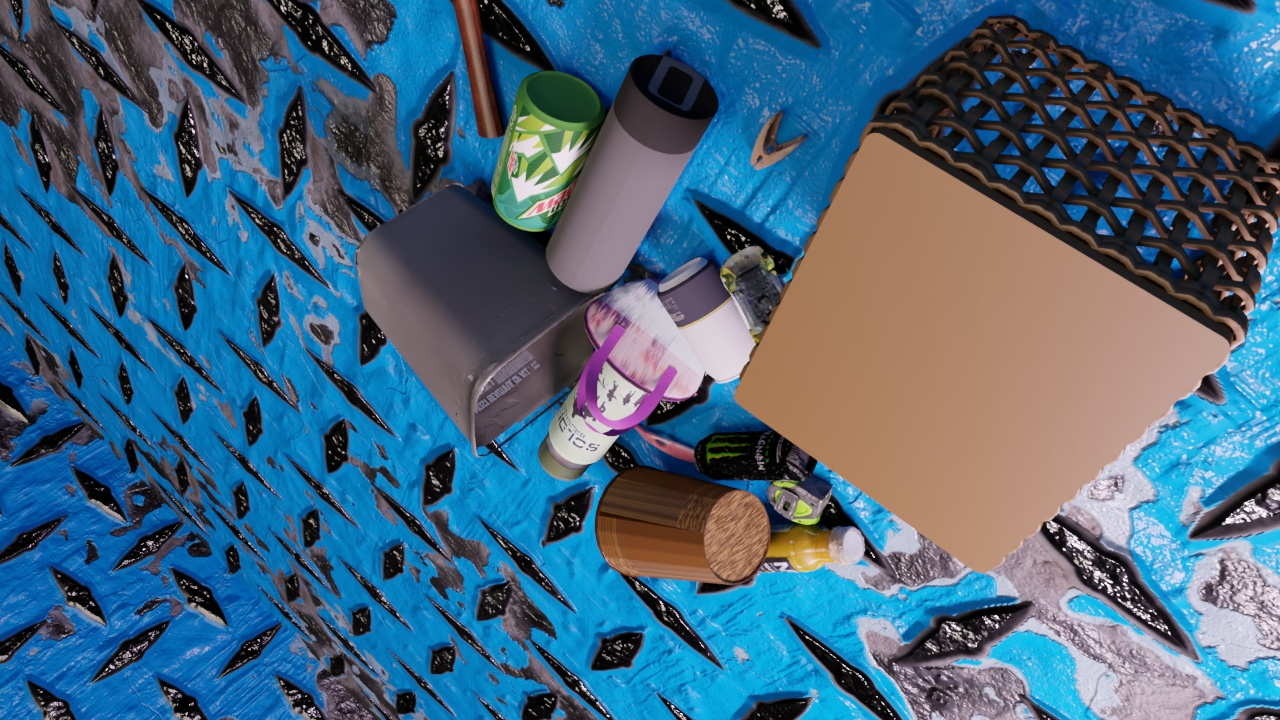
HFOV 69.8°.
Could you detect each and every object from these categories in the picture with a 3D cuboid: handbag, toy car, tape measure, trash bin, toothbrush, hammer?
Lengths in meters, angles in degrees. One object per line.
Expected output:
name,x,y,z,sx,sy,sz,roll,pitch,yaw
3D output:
handbag,-0.005,0.005,0.913,0.144,0.169,0.068,38,141,-7
toy car,0.112,-0.055,0.850,0.105,0.048,0.033,62,176,-12
tape measure,0.168,0.148,0.987,0.066,0.035,0.059,25,136,24
trash bin,-0.180,-0.054,1.011,0.220,0.196,0.198,43,152,15
toothbrush,0.018,0.093,1.091,0.135,0.016,0.022,25,136,26
hammer,-0.171,-0.358,0.878,0.111,0.028,0.301,19,133,31

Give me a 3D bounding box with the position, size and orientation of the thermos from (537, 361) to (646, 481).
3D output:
thermos,-0.050,0.055,1.061,0.082,0.082,0.232,42,135,6

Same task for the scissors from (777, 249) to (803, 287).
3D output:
scissors,0.147,-0.080,0.839,0.066,0.015,0.135,40,138,13

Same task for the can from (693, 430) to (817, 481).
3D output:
can,0.122,0.102,0.976,0.138,0.053,0.054,-7,117,45

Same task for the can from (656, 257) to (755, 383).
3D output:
can,0.073,-0.035,0.899,0.064,0.064,0.127,-21,107,48

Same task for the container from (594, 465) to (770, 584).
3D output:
container,0.050,0.190,1.034,0.168,0.131,0.132,-3,120,51

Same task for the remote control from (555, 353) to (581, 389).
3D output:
remote control,-0.093,0.012,1.124,0.136,0.015,0.032,36,139,9

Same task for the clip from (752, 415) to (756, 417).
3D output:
clip,0.135,0.049,0.955,0.041,0.014,0.052,41,142,7

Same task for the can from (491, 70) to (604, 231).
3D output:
can,-0.094,-0.201,0.895,0.083,0.082,0.144,40,140,9

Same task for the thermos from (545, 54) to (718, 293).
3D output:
thermos,-0.014,-0.166,0.854,0.082,0.082,0.241,42,140,6

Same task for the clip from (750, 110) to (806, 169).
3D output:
clip,0.117,-0.179,0.775,0.039,0.024,0.060,40,150,13

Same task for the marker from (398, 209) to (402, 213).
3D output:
marker,-0.253,-0.132,1.145,0.145,0.019,0.019,50,140,-3

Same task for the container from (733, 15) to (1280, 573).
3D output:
container,0.238,-0.045,0.626,0.219,0.213,0.252,36,139,14

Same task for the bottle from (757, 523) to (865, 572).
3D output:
bottle,0.163,0.210,1.029,0.187,0.053,0.053,-15,111,47
